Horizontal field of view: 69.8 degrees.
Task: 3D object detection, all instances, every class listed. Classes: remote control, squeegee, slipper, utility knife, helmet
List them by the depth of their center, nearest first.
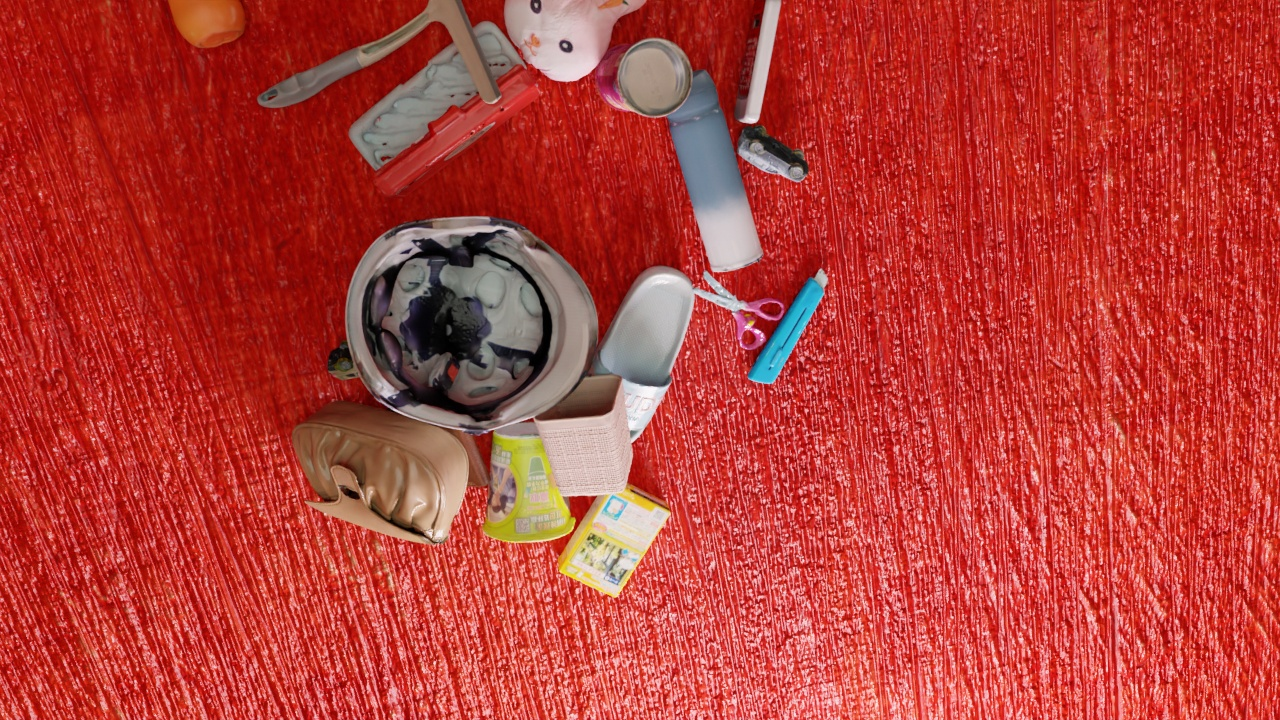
[{"bbox_3d":[-0.288,-0.320,0.953,0.247,0.039,0.246,-25,83,11],"label":"squeegee"},{"bbox_3d":[-0.190,-0.039,0.999,0.258,0.146,0.229,3,92,-22],"label":"helmet"},{"bbox_3d":[0.127,-0.330,1.006,0.020,0.056,0.136,6,106,-12],"label":"remote control"},{"bbox_3d":[-0.006,0.006,1.082,0.104,0.074,0.245,23,101,-15],"label":"slipper"},{"bbox_3d":[0.184,-0.040,1.123,0.034,0.018,0.159,27,100,-14],"label":"utility knife"}]

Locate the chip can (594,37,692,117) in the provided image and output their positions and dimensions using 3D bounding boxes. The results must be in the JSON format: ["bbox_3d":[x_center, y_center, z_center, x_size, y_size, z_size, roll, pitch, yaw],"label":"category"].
[{"bbox_3d":[-0.001,-0.283,0.921,0.071,0.210,0.071,-2,108,-8],"label":"chip can"}]

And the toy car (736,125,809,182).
[{"bbox_3d":[0.151,-0.233,1.048,0.090,0.042,0.034,26,129,-12],"label":"toy car"}]

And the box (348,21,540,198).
[{"bbox_3d":[-0.212,-0.266,0.966,0.201,0.095,0.101,-36,98,5],"label":"box"}]

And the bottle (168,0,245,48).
[{"bbox_3d":[-0.449,-0.390,0.907,0.067,0.066,0.149,-21,101,-1],"label":"bottle"}]

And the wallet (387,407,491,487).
[{"bbox_3d":[-0.240,0.101,1.070,0.125,0.032,0.101,-2,113,29],"label":"wallet"}]

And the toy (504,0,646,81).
[{"bbox_3d":[-0.069,-0.366,0.946,0.160,0.054,0.121,-35,98,28],"label":"toy"}]

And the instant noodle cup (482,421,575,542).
[{"bbox_3d":[-0.134,0.140,1.092,0.111,0.111,0.123,-1,100,-8],"label":"instant noodle cup"}]

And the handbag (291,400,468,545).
[{"bbox_3d":[-0.298,0.131,1.035,0.205,0.099,0.148,11,120,21],"label":"handbag"}]

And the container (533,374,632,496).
[{"bbox_3d":[-0.059,0.087,1.034,0.090,0.089,0.111,-5,118,11],"label":"container"}]

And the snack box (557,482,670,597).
[{"bbox_3d":[-0.034,0.224,1.167,0.087,0.033,0.140,28,100,-15],"label":"snack box"}]

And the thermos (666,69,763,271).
[{"bbox_3d":[0.081,-0.212,1.032,0.070,0.070,0.220,-19,108,-2],"label":"thermos"}]

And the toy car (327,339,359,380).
[{"bbox_3d":[-0.311,-0.005,1.052,0.090,0.042,0.035,-15,131,2],"label":"toy car"}]

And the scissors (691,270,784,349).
[{"bbox_3d":[0.120,-0.072,1.091,0.083,0.017,0.137,-42,123,6],"label":"scissors"}]
